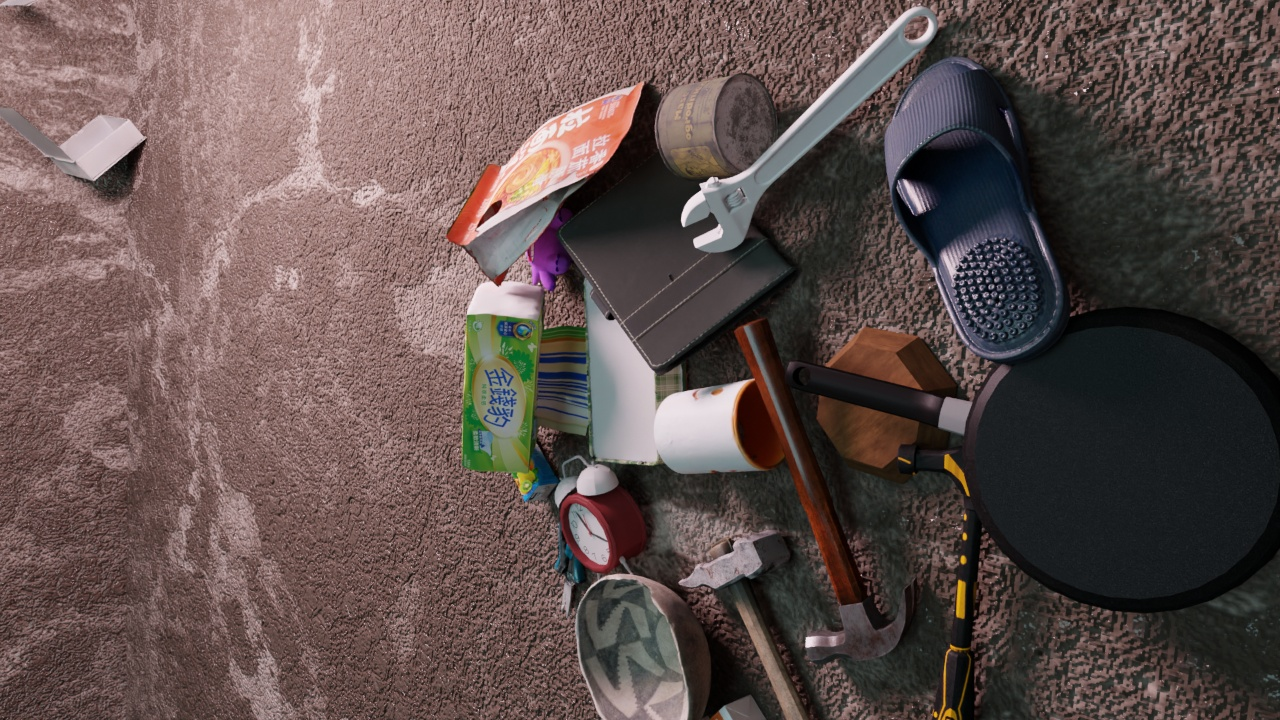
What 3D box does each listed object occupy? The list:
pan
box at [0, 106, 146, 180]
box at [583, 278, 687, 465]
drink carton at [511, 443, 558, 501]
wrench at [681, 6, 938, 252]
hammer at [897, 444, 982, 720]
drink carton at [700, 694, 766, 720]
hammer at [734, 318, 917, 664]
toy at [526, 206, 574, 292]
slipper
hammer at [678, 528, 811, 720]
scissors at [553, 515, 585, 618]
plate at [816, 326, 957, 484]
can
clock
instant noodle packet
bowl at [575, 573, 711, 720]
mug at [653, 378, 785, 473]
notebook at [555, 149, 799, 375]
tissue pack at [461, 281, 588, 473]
[{"bbox_3d":[0.256,0.049,0.650,0.356,0.044,0.204,15,98,33],"label":"pan"},{"bbox_3d":[-1.390,-0.478,2.027,0.167,0.510,0.173,15,105,35],"label":"box"},{"bbox_3d":[-0.006,0.006,0.961,0.118,0.050,0.205,-4,88,49],"label":"box"},{"bbox_3d":[-0.146,0.109,1.113,0.044,0.038,0.129,-52,57,33],"label":"drink carton"},{"bbox_3d":[0.139,-0.191,0.781,0.274,0.066,0.018,-42,34,26],"label":"wrench"},{"bbox_3d":[0.250,0.224,0.709,0.123,0.036,0.320,6,98,30],"label":"hammer"},{"bbox_3d":[0.106,0.382,0.863,0.122,0.040,0.059,55,127,29],"label":"drink carton"},{"bbox_3d":[0.146,0.108,0.782,0.111,0.028,0.300,-23,86,38],"label":"hammer"},{"bbox_3d":[-0.098,-0.127,1.046,0.088,0.055,0.106,-8,76,49],"label":"toy"},{"bbox_3d":[0.222,-0.121,0.655,0.101,0.082,0.263,-31,52,37],"label":"slipper"},{"bbox_3d":[0.136,0.312,0.831,0.122,0.048,0.318,-42,64,43],"label":"hammer"},{"bbox_3d":[-0.077,0.223,1.062,0.145,0.019,0.126,-47,60,38],"label":"scissors"},{"bbox_3d":[0.197,0.037,0.767,0.132,0.025,0.131,2,93,46],"label":"plate"},{"bbox_3d":[0.070,-0.213,0.843,0.075,0.089,0.090,6,96,45],"label":"can"},{"bbox_3d":[-0.047,0.168,0.987,0.096,0.048,0.137,-32,83,52],"label":"clock"},{"bbox_3d":[-0.085,-0.197,0.973,0.221,0.084,0.164,-28,29,33],"label":"instant noodle packet"},{"bbox_3d":[0.016,0.296,0.922,0.179,0.081,0.178,9,102,51],"label":"bowl"},{"bbox_3d":[0.077,0.064,0.853,0.106,0.082,0.082,-12,83,47],"label":"mug"},{"bbox_3d":[0.026,-0.103,0.887,0.169,0.029,0.209,-38,57,5],"label":"notebook"},{"bbox_3d":[-0.119,0.021,1.021,0.120,0.141,0.198,-91,7,-60],"label":"tissue pack"}]
